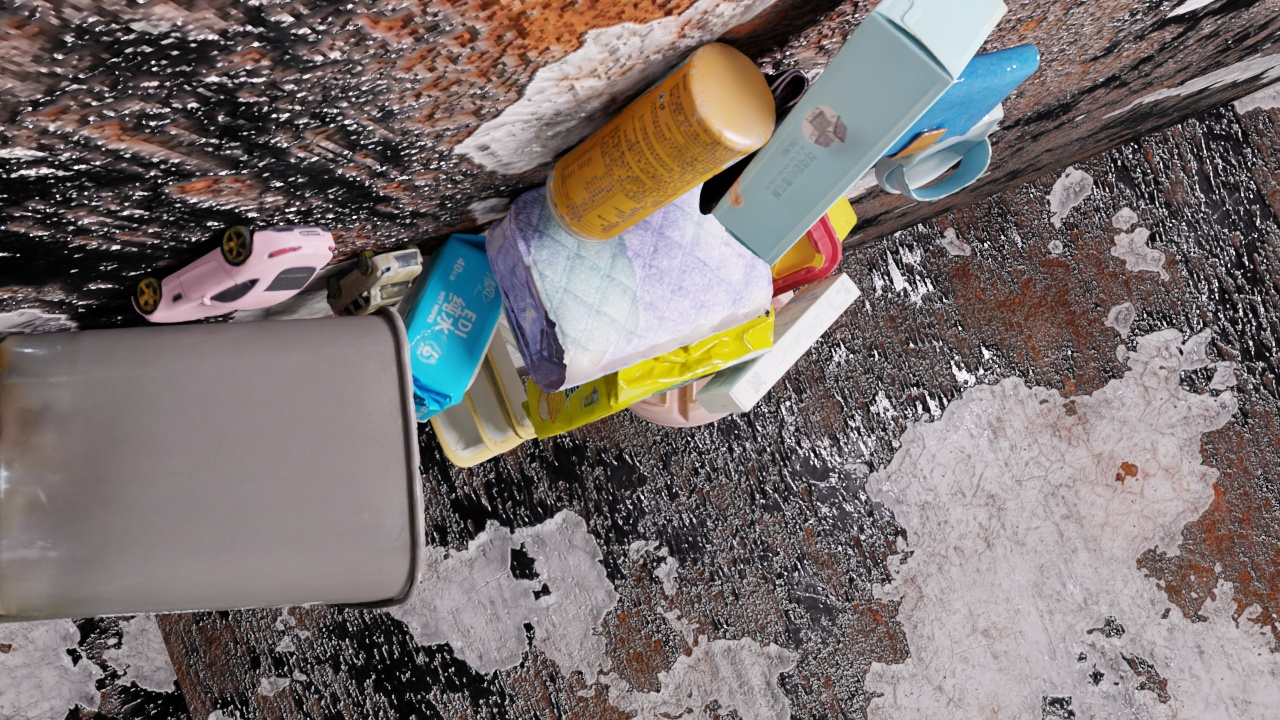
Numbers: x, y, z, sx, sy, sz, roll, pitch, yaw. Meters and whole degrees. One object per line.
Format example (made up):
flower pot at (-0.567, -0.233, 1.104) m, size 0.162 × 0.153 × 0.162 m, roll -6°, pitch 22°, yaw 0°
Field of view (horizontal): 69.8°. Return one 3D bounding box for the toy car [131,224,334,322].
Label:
toy car at (-0.219, -0.043, 0.498) m, size 0.123 × 0.037 × 0.056 m, roll -20°, pitch 177°, yaw 25°

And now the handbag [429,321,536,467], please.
handbag at (-0.152, 0.011, 0.961) m, size 0.063 × 0.163 × 0.178 m, roll -23°, pitch 179°, yaw 30°

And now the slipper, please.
slipper at (0.322, -0.215, 0.968) m, size 0.104 × 0.074 × 0.245 m, roll -22°, pitch 177°, yaw 3°

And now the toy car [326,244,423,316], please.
toy car at (-0.183, -0.054, 0.637) m, size 0.042 × 0.035 × 0.091 m, roll -21°, pitch 177°, yaw -44°

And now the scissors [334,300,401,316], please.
scissors at (-0.206, -0.053, 0.778) m, size 0.136 × 0.017 × 0.105 m, roll -25°, pitch 174°, yaw -12°

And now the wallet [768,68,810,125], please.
wallet at (0.042, -0.133, 0.581) m, size 0.123 × 0.020 × 0.096 m, roll -23°, pitch -163°, yaw 50°

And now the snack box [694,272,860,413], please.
snack box at (0.122, -0.014, 0.826) m, size 0.156 × 0.027 × 0.085 m, roll -44°, pitch -172°, yaw -16°

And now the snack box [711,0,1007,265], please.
snack box at (0.108, -0.127, 0.488) m, size 0.074 × 0.051 × 0.175 m, roll -50°, pitch -179°, yaw -33°

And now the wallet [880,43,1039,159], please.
wallet at (0.218, -0.191, 0.693) m, size 0.133 × 0.040 × 0.106 m, roll -17°, pitch 169°, yaw -18°

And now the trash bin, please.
trash bin at (-0.276, 0.073, 0.579) m, size 0.219 × 0.198 × 0.200 m, roll 0°, pitch 167°, yaw -36°

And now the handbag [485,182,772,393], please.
handbag at (-0.005, -0.067, 0.659) m, size 0.193 × 0.134 × 0.076 m, roll -19°, pitch 177°, yaw -29°

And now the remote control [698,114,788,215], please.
remote control at (0.075, -0.143, 0.620) m, size 0.053 × 0.024 × 0.136 m, roll -22°, pitch -158°, yaw 45°

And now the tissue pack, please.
tissue pack at (-0.145, -0.023, 0.674) m, size 0.063 × 0.139 × 0.090 m, roll 29°, pitch 155°, yaw -21°

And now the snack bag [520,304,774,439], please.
snack bag at (-0.005, 0.005, 0.815) m, size 0.157 × 0.068 × 0.247 m, roll -20°, pitch 178°, yaw -27°

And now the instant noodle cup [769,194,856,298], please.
instant noodle cup at (0.142, -0.135, 0.884) m, size 0.116 × 0.116 × 0.123 m, roll -22°, pitch -170°, yaw 39°

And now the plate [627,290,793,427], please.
plate at (0.049, -0.043, 0.971) m, size 0.230 × 0.229 × 0.028 m, roll -21°, pitch 153°, yaw 24°

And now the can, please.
can at (0.006, -0.115, 0.511) m, size 0.058 × 0.058 × 0.146 m, roll -20°, pitch 178°, yaw -39°
